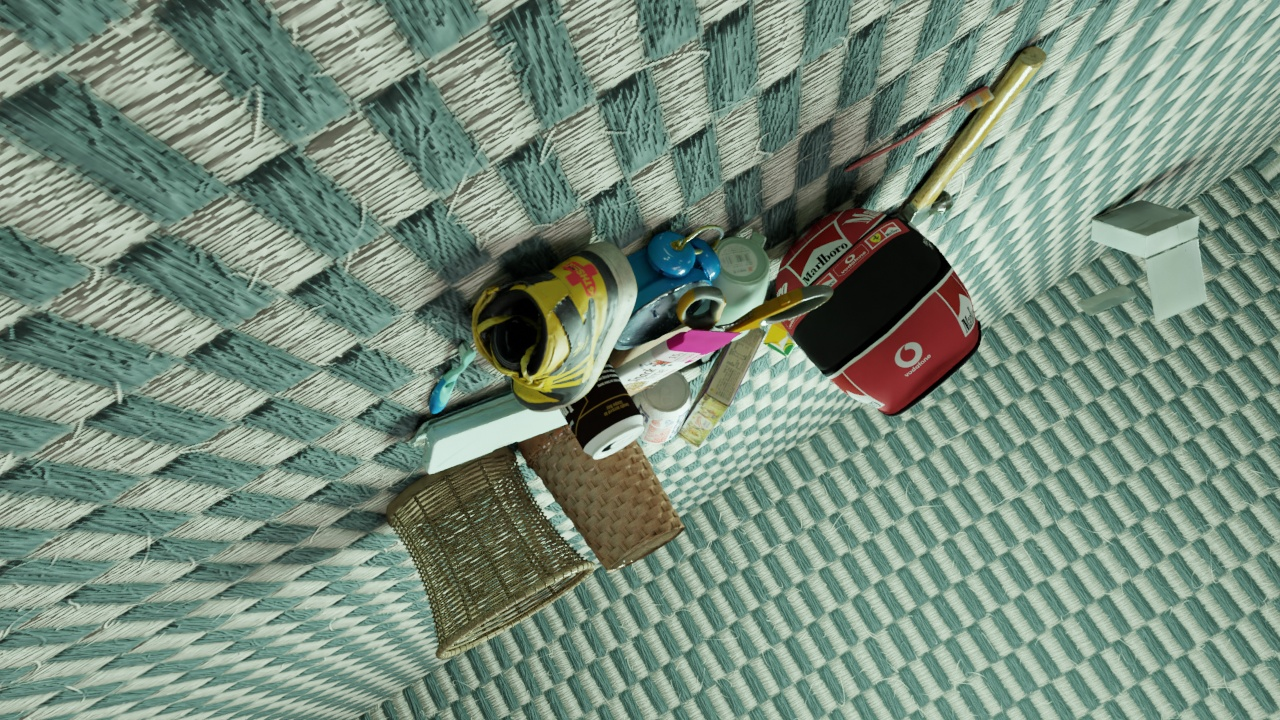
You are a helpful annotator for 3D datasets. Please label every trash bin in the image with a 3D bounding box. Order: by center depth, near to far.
[{"bbox_3d":[-0.051,0.168,1.236,0.151,0.210,0.151,-29,163,-10],"label":"trash bin"}]

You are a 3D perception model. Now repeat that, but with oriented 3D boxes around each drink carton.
[{"bbox_3d":[0.216,-0.068,1.262,0.058,0.041,0.123,-49,166,-37],"label":"drink carton"}]

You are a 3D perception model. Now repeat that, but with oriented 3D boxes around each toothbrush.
[{"bbox_3d":[-0.185,0.019,0.894,0.022,0.017,0.136,-21,164,-36],"label":"toothbrush"},{"bbox_3d":[0.302,-0.248,0.998,0.184,0.015,0.015,-29,171,-3],"label":"toothbrush"}]

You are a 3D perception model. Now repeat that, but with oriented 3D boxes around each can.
[{"bbox_3d":[-0.055,0.034,0.968,0.072,0.128,0.072,-29,164,-9],"label":"can"},{"bbox_3d":[0.027,0.065,1.315,0.078,0.078,0.136,-27,164,-16],"label":"can"}]

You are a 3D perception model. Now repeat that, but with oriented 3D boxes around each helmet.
[{"bbox_3d":[0.268,-0.069,1.080,0.198,0.224,0.270,-44,174,16],"label":"helmet"}]

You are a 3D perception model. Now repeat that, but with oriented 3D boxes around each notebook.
[{"bbox_3d":[-0.007,0.007,1.124,0.168,0.022,0.211,-21,165,-34],"label":"notebook"}]

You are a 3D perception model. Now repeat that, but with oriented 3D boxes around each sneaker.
[{"bbox_3d":[-0.098,-0.006,0.841,0.121,0.086,0.239,-27,161,-39],"label":"sneaker"}]

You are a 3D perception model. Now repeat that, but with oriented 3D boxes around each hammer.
[{"bbox_3d":[0.389,-0.254,1.117,0.132,0.033,0.331,-25,162,-18],"label":"hammer"}]

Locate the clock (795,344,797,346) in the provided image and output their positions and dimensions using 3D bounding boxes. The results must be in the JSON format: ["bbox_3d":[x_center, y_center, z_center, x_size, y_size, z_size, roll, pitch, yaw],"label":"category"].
[{"bbox_3d":[0.250,-0.067,1.376,0.117,0.057,0.083,-25,165,-48],"label":"clock"}]

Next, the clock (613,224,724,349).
[{"bbox_3d":[0.022,-0.076,0.914,0.162,0.060,0.116,-40,162,21],"label":"clock"}]

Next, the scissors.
[{"bbox_3d":[0.081,-0.039,0.941,0.226,0.016,0.225,-23,161,25],"label":"scissors"}]

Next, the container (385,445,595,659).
[{"bbox_3d":[-0.204,0.244,1.201,0.226,0.196,0.227,-29,164,-9],"label":"container"}]

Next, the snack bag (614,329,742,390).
[{"bbox_3d":[0.019,0.004,0.983,0.070,0.016,0.197,4,159,-37],"label":"snack bag"}]

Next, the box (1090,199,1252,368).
[{"bbox_3d":[1.247,-0.211,2.137,0.166,0.412,0.150,-20,158,-15],"label":"box"}]

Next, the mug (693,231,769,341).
[{"bbox_3d":[0.104,-0.092,1.005,0.111,0.084,0.104,-55,172,-29],"label":"mug"}]

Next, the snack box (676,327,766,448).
[{"bbox_3d":[0.116,0.035,1.324,0.143,0.040,0.148,-61,179,-32],"label":"snack box"}]

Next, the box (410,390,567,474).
[{"bbox_3d":[-0.153,0.064,1.024,0.198,0.070,0.085,-20,180,-33],"label":"box"}]
